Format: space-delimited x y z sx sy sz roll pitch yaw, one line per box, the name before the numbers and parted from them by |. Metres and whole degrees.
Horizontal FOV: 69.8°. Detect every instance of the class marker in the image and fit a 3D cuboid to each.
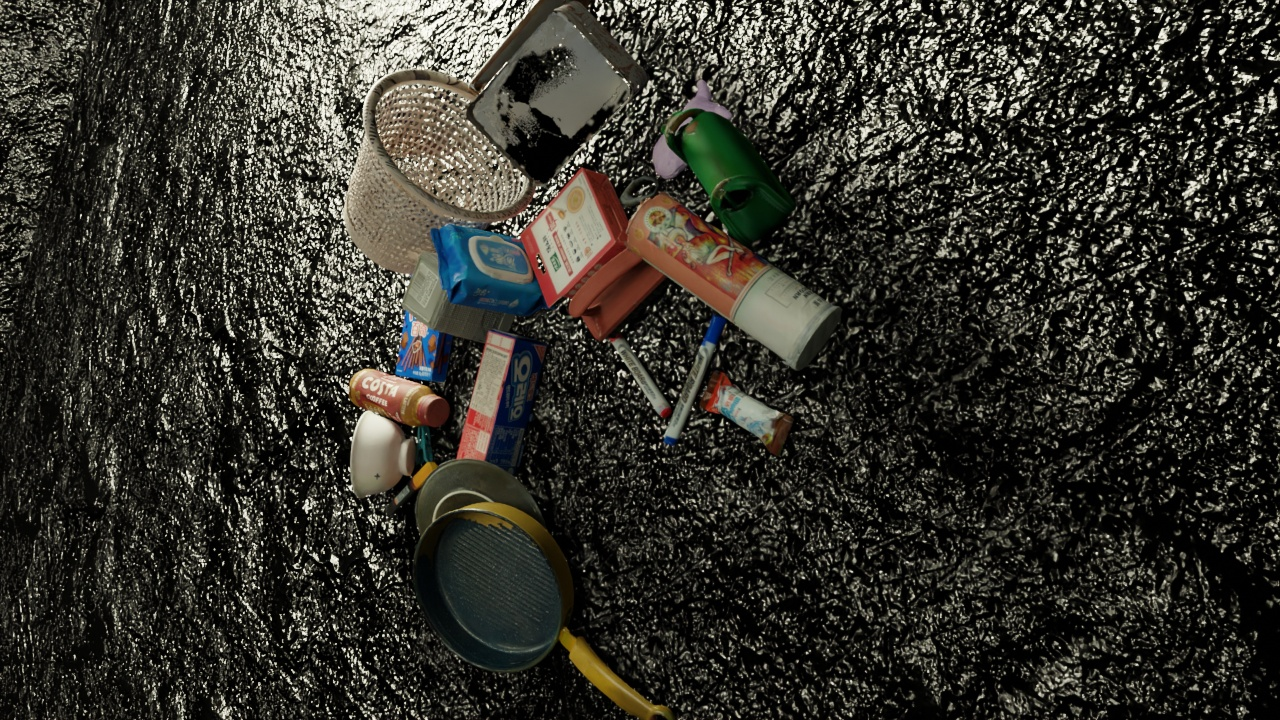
marker | -0.313 0.176 1.250 0.124 0.015 0.018 -43 60 29
marker | 0.057 0.021 0.966 0.017 0.016 0.146 29 101 39
marker | -0.006 0.006 1.020 0.017 0.017 0.145 -49 56 23

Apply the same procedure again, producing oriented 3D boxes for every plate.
plate | -0.194 0.203 1.087 0.180 0.024 0.179 6 107 19

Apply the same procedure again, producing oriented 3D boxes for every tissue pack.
tissue pack | -0.173 -0.107 1.088 0.052 0.157 0.095 -42 55 35

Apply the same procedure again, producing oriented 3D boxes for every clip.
clip | -0.293 0.113 1.243 0.049 0.015 0.056 -16 74 39

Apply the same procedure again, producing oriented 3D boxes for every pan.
pan | -0.107 0.294 1.011 0.357 0.078 0.198 25 111 17

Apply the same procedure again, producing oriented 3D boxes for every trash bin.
trash bin | -0.275 -0.221 1.171 0.193 0.227 0.227 -39 59 43

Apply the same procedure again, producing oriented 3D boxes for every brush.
brush | -0.012 -0.091 0.997 0.146 0.069 0.063 -42 59 17

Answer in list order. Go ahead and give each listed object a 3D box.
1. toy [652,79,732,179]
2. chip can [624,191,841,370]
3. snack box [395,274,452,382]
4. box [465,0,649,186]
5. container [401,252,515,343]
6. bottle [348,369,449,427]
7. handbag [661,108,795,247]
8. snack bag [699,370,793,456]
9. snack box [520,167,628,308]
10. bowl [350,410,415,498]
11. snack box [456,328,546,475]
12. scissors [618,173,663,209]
toy | 0.049 -0.247 1.002 0.108 0.039 0.083 -50 41 28
chip can | 0.085 -0.079 0.885 0.215 0.071 0.071 37 107 20
snack box | -0.291 -0.051 1.259 0.085 0.026 0.157 7 87 41
box | -0.096 -0.342 1.113 0.184 0.192 0.157 -38 103 29
container | -0.226 -0.079 1.152 0.090 0.114 0.090 32 103 38
bottle | -0.329 0.053 1.254 0.175 0.057 0.057 13 91 40
handbag | 0.084 -0.183 0.911 0.068 0.120 0.131 -40 58 21
snack bag | 0.105 0.051 0.915 0.104 0.026 0.048 37 118 38
snack box | -0.072 -0.138 1.069 0.127 0.044 0.113 -41 60 33
bowl | -0.341 0.128 1.239 0.065 0.118 0.118 3 83 1
snack box | -0.174 0.068 1.124 0.058 0.057 0.207 18 95 42
scissors | -0.038 -0.168 1.078 0.160 0.014 0.170 -45 56 26
